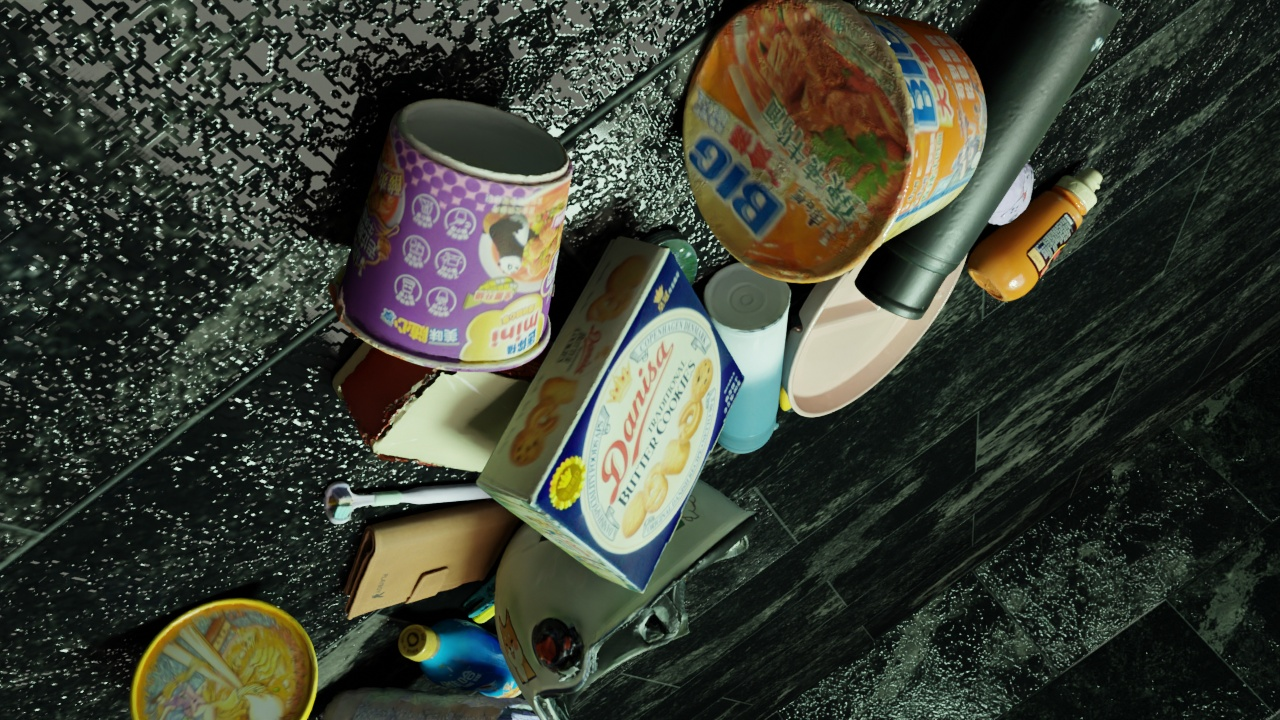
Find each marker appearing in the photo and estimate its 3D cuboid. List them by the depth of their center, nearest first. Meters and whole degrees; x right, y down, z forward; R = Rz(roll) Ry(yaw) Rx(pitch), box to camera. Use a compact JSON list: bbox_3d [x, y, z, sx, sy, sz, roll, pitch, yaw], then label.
[{"bbox_3d":[-0.116,0.218,0.905,0.124,0.018,0.015,-37,156,1],"label":"marker"}]

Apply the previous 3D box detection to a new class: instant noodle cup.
[{"bbox_3d":[-0.085,-0.064,0.443,0.111,0.111,0.099,-9,134,-39],"label":"instant noodle cup"},{"bbox_3d":[0.115,-0.129,0.520,0.111,0.151,0.152,-21,149,-41],"label":"instant noodle cup"},{"bbox_3d":[-0.297,0.249,0.670,0.118,0.118,0.115,-19,154,-28],"label":"instant noodle cup"}]

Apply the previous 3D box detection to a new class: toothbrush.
[{"bbox_3d":[-0.152,0.101,0.697,0.021,0.029,0.188,-6,174,39],"label":"toothbrush"}]

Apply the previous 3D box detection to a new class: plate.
[{"bbox_3d":[0.207,-0.046,0.816,0.229,0.028,0.230,-31,146,-25],"label":"plate"}]

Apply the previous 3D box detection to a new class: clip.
[{"bbox_3d":[-0.148,0.229,0.885,0.057,0.047,0.014,-39,154,18],"label":"clip"}]

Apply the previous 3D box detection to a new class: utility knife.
[{"bbox_3d":[0.148,0.005,0.873,0.033,0.015,0.181,-32,151,-12],"label":"utility knife"}]

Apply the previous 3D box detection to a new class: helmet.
[{"bbox_3d":[-0.032,0.180,0.792,0.229,0.157,0.275,-28,154,-43],"label":"helmet"}]

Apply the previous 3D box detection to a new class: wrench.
[{"bbox_3d":[-0.004,0.004,0.711,0.056,0.016,0.274,-16,145,-26],"label":"wrench"}]

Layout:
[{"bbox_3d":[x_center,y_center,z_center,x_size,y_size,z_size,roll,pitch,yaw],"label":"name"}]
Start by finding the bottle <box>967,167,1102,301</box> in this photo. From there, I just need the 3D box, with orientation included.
[{"bbox_3d":[0.390,-0.128,0.893,0.149,0.067,0.066,-47,150,5],"label":"bottle"}]

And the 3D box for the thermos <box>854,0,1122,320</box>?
[{"bbox_3d":[0.240,-0.149,0.665,0.243,0.068,0.089,-64,174,27],"label":"thermos"}]

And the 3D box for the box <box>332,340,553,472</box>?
[{"bbox_3d":[-0.100,0.031,0.588,0.091,0.075,0.168,-46,149,15],"label":"box"}]

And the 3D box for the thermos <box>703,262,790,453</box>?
[{"bbox_3d":[0.085,0.009,0.764,0.070,0.070,0.221,-28,150,-13],"label":"thermos"}]

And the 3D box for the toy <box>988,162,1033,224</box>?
[{"bbox_3d":[0.310,-0.153,0.790,0.107,0.039,0.084,10,105,-50],"label":"toy"}]

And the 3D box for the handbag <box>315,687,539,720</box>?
[{"bbox_3d":[-0.192,0.357,0.883,0.194,0.075,0.134,-4,155,19],"label":"handbag"}]

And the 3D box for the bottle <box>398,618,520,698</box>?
[{"bbox_3d":[-0.173,0.293,0.907,0.065,0.065,0.219,-36,151,0],"label":"bottle"}]

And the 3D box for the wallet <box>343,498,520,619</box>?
[{"bbox_3d":[-0.171,0.159,0.751,0.131,0.031,0.108,-6,138,-40],"label":"wallet"}]

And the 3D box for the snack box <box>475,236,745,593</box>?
[{"bbox_3d":[-0.007,0.043,0.613,0.177,0.046,0.182,-62,148,-17],"label":"snack box"}]
